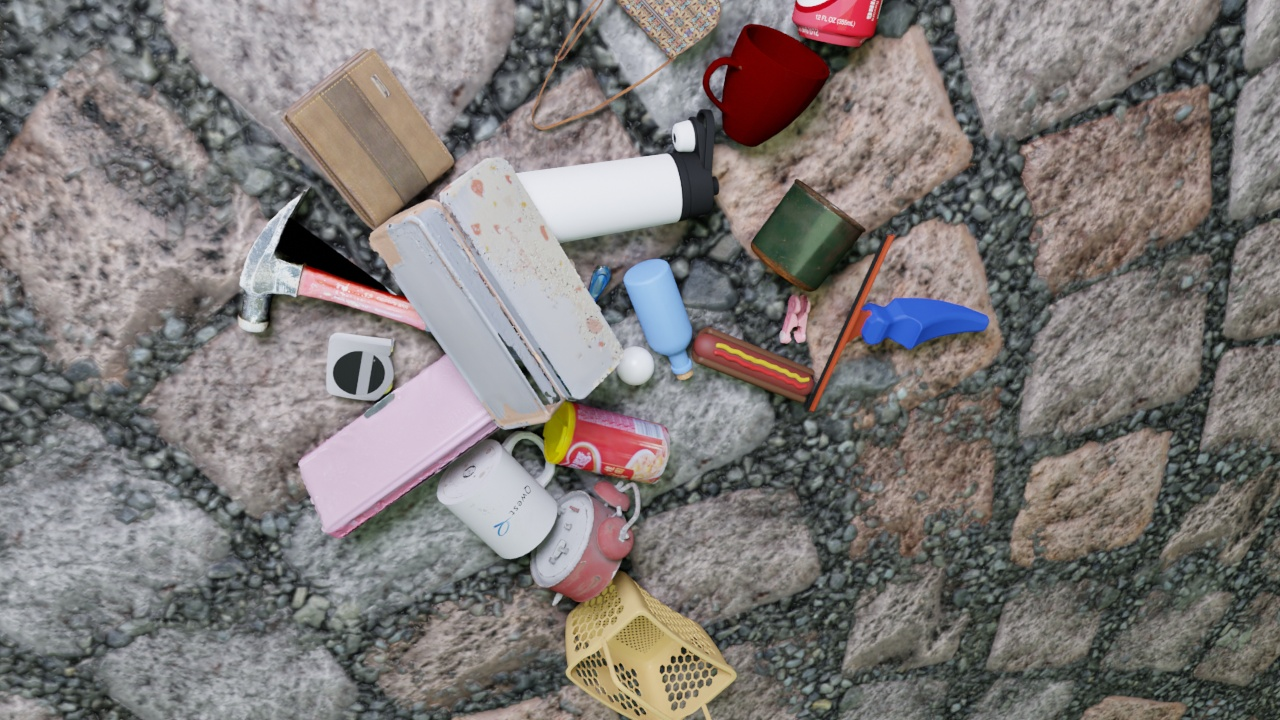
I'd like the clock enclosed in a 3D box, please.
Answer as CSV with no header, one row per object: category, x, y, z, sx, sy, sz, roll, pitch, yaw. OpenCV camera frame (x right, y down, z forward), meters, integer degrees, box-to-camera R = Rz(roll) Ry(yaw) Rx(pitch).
clock,-0.059,0.186,0.984,0.062,0.109,0.157,32,120,-28

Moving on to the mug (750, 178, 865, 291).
mug,0.170,-0.120,0.917,0.081,0.085,0.110,-54,153,16

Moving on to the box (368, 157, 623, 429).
box,-0.120,-0.055,0.798,0.115,0.095,0.217,-15,116,34

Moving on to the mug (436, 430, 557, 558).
mug,-0.138,0.132,0.964,0.119,0.083,0.096,-51,123,-19

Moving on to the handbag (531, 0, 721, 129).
handbag,-0.023,-0.275,0.806,0.196,0.043,0.093,-41,125,18

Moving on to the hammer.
hammer,-0.191,-0.048,0.835,0.326,0.036,0.141,17,111,-11

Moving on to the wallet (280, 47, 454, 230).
wallet,-0.226,-0.185,0.773,0.098,0.027,0.121,-48,122,-22

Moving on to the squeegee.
squeegee,0.297,-0.042,1.004,0.184,0.055,0.250,-1,135,-16

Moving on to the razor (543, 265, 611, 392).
razor,-0.060,-0.033,0.927,0.044,0.018,0.141,16,108,-23

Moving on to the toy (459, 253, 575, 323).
toy,-0.115,-0.070,0.876,0.112,0.050,0.087,-11,120,-4

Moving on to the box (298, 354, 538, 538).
box,-0.213,0.086,0.924,0.233,0.099,0.107,-36,154,3

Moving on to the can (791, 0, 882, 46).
can,0.181,-0.350,0.792,0.074,0.074,0.143,2,117,-17

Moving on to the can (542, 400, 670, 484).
can,-0.035,0.087,0.970,0.124,0.066,0.067,15,112,-23

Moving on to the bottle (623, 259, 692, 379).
bottle,0.026,-0.036,0.932,0.048,0.048,0.131,-24,121,-3

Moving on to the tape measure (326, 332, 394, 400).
tape measure,-0.270,0.006,0.887,0.064,0.016,0.065,7,115,-19

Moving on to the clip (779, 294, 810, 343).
clip,0.172,-0.042,0.987,0.044,0.023,0.060,16,114,-28

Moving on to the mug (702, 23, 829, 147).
mug,0.100,-0.241,0.824,0.113,0.087,0.089,-1,137,-34

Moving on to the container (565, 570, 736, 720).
container,0.010,0.360,1.071,0.129,0.167,0.183,-43,121,9

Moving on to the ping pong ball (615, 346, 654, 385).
ping pong ball,-0.006,0.006,0.950,0.040,0.040,0.040,-7,119,-13

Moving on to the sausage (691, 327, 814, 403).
sausage,0.123,0.006,0.988,0.155,0.040,0.040,21,110,-25

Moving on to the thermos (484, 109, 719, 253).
thermos,-0.041,-0.163,0.838,0.229,0.068,0.101,-11,107,-11
